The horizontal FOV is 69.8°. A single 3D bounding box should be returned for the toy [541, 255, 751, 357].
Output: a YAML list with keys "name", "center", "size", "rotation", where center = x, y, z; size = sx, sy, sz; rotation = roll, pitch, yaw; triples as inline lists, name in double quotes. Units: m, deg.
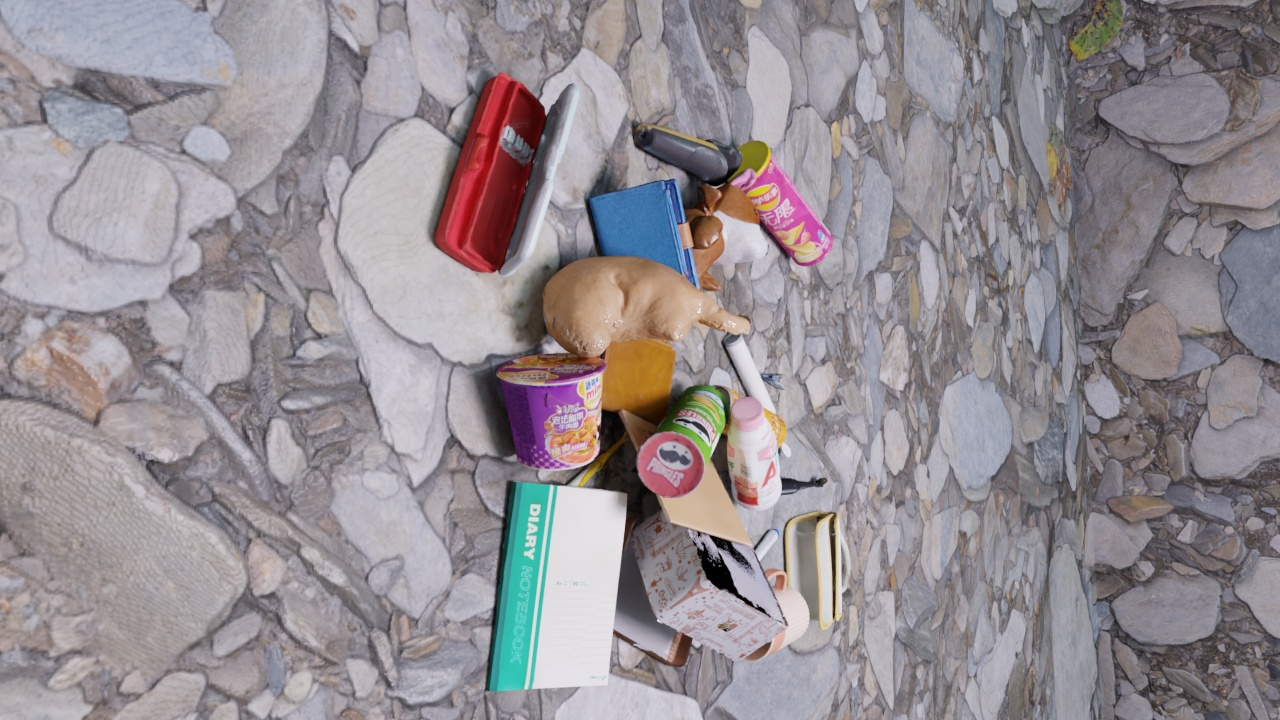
- name: "toy"
  center: [0.007, -0.061, 0.980]
  size: [0.225, 0.143, 0.083]
  rotation: [-6, 138, -16]

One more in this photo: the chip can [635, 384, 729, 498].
- name: "chip can"
  center: [0.054, 0.086, 1.046]
  size: [0.235, 0.072, 0.072]
  rotation: [-41, 123, -74]

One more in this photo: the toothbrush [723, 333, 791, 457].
- name: "toothbrush"
  center: [0.170, 0.054, 1.294]
  size: [0.026, 0.026, 0.221]
  rotation: [-32, 118, -6]

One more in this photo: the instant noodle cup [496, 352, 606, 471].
- name: "instant noodle cup"
  center: [-0.085, 0.052, 0.925]
  size: [0.111, 0.112, 0.099]
  rotation: [-21, 112, -49]

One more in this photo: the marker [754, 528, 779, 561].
- name: "marker"
  center: [0.155, 0.281, 1.274]
  size: [0.145, 0.017, 0.017]
  rotation: [-40, 118, -44]

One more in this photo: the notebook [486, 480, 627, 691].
- name: "notebook"
  center: [-0.084, 0.237, 0.966]
  size: [0.150, 0.012, 0.209]
  rotation: [12, 80, -39]

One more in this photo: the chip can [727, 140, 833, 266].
- name: "chip can"
  center: [0.200, -0.219, 1.309]
  size: [0.210, 0.072, 0.071]
  rotation: [41, 58, -42]

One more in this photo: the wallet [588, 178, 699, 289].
- name: "wallet"
  center: [0.006, -0.133, 1.046]
  size: [0.040, 0.106, 0.133]
  rotation: [-56, 134, -70]

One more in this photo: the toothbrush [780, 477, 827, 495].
- name: "toothbrush"
  center: [0.219, 0.184, 1.349]
  size: [0.212, 0.027, 0.026]
  rotation: [5, 46, -50]

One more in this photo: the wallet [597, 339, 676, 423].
- name: "wallet"
  center: [-0.006, 0.006, 1.074]
  size: [0.130, 0.035, 0.119]
  rotation: [19, 74, -51]

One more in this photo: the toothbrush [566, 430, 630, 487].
- name: "toothbrush"
  center: [-0.050, 0.122, 1.028]
  size: [0.190, 0.018, 0.016]
  rotation: [-41, 117, -44]

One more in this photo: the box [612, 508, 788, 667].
- name: "box"
  center: [0.041, 0.275, 1.082]
  size: [0.182, 0.168, 0.150]
  rotation: [39, 17, -38]

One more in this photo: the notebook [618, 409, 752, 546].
- name: "notebook"
  center: [0.056, 0.142, 1.081]
  size: [0.207, 0.008, 0.147]
  rotation: [30, 30, -54]

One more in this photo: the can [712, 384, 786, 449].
- name: "can"
  center: [0.137, 0.080, 1.227]
  size: [0.146, 0.058, 0.058]
  rotation: [28, 67, -47]

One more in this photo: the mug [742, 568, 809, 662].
- name: "mug"
  center: [0.171, 0.336, 1.235]
  size: [0.105, 0.082, 0.114]
  rotation: [0, 100, -53]

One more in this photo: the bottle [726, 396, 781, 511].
- name: "bottle"
  center: [0.143, 0.118, 1.177]
  size: [0.197, 0.068, 0.068]
  rotation: [75, 35, -50]

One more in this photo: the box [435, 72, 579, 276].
- name: "box"
  center: [-0.115, -0.185, 0.899]
  size: [0.095, 0.100, 0.201]
  rotation: [34, 63, -46]

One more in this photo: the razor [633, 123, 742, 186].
- name: "razor"
  center: [0.057, -0.265, 1.159]
  size: [0.167, 0.062, 0.067]
  rotation: [8, 52, -45]

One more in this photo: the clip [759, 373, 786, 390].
- name: "clip"
  center: [0.193, 0.029, 1.329]
  size: [0.056, 0.024, 0.028]
  rotation: [18, 78, -56]

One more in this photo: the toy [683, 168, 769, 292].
- name: "toy"
  center: [0.095, -0.156, 1.142]
  size: [0.199, 0.130, 0.140]
  rotation: [-44, 157, -54]

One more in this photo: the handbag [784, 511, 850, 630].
- name: "handbag"
  center: [0.289, 0.314, 1.407]
  size: [0.178, 0.063, 0.163]
  rotation: [-5, 93, -54]
